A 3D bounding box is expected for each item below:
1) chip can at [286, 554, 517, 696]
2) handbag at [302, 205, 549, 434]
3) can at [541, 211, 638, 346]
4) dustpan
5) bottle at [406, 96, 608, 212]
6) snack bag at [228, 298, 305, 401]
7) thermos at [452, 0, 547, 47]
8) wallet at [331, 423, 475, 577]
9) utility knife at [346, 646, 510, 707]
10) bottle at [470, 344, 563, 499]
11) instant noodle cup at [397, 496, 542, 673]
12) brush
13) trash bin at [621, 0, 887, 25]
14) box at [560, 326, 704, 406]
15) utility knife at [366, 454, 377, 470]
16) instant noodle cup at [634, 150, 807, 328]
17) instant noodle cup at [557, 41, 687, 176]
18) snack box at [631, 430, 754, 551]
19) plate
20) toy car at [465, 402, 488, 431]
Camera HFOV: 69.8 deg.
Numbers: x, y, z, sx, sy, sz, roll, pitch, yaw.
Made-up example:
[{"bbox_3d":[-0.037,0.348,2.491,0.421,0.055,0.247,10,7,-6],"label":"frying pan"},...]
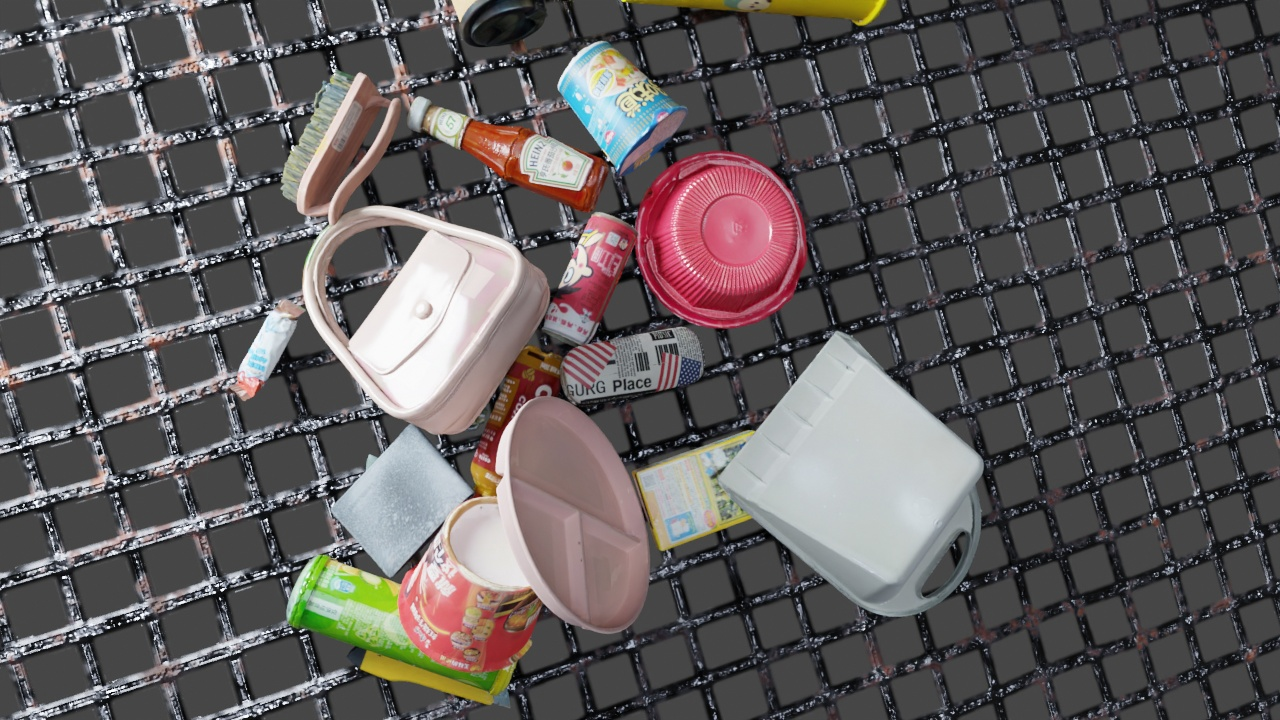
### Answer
[{"bbox_3d":[-0.227,0.256,0.889,0.221,0.073,0.072,22,84,-8],"label":"chip can"},{"bbox_3d":[-0.224,-0.059,0.890,0.234,0.093,0.193,33,83,16],"label":"handbag"},{"bbox_3d":[-0.052,-0.081,0.941,0.053,0.053,0.132,25,84,-8],"label":"can"},{"bbox_3d":[0.249,0.145,0.989,0.258,0.143,0.222,36,75,18],"label":"dustpan"},{"bbox_3d":[-0.135,-0.213,0.931,0.206,0.060,0.059,22,84,-4],"label":"bottle"},{"bbox_3d":[-0.364,-0.011,0.895,0.026,0.048,0.104,32,83,-48],"label":"snack bag"},{"bbox_3d":[-0.159,-0.389,0.923,0.093,0.093,0.143,-25,84,-10],"label":"thermos"},{"bbox_3d":[-0.233,0.137,0.898,0.121,0.019,0.097,-46,76,2],"label":"wallet"},{"bbox_3d":[-0.209,0.315,0.919,0.171,0.015,0.033,21,90,-9],"label":"utility knife"},{"bbox_3d":[-0.127,0.072,0.921,0.057,0.057,0.175,21,84,-8],"label":"bottle"},{"bbox_3d":[-0.147,0.201,0.854,0.138,0.137,0.109,22,124,-8],"label":"instant noodle cup"},{"bbox_3d":[-0.295,-0.206,0.901,0.073,0.063,0.145,26,84,3],"label":"brush"},{"bbox_3d":[0.107,-0.452,0.906,0.255,0.230,0.229,-2,88,-5],"label":"trash bin"},{"bbox_3d":[-0.008,0.006,0.941,0.164,0.051,0.068,-9,107,-27],"label":"box"},{"bbox_3d":[-0.185,0.160,0.929,0.218,0.013,0.029,31,85,-7],"label":"utility knife"},{"bbox_3d":[0.093,-0.131,0.963,0.193,0.066,0.194,0,87,-11],"label":"instant noodle cup"},{"bbox_3d":[-0.023,-0.263,0.939,0.099,0.099,0.110,-41,86,-9],"label":"instant noodle cup"},{"bbox_3d":[0.070,0.135,0.964,0.140,0.034,0.087,-18,91,-8],"label":"snack box"},{"bbox_3d":[-0.062,0.144,0.862,0.028,0.229,0.229,-24,92,23],"label":"plate"},{"bbox_3d":[-0.169,0.026,0.928,0.043,0.034,0.090,16,84,-6],"label":"toy car"}]
